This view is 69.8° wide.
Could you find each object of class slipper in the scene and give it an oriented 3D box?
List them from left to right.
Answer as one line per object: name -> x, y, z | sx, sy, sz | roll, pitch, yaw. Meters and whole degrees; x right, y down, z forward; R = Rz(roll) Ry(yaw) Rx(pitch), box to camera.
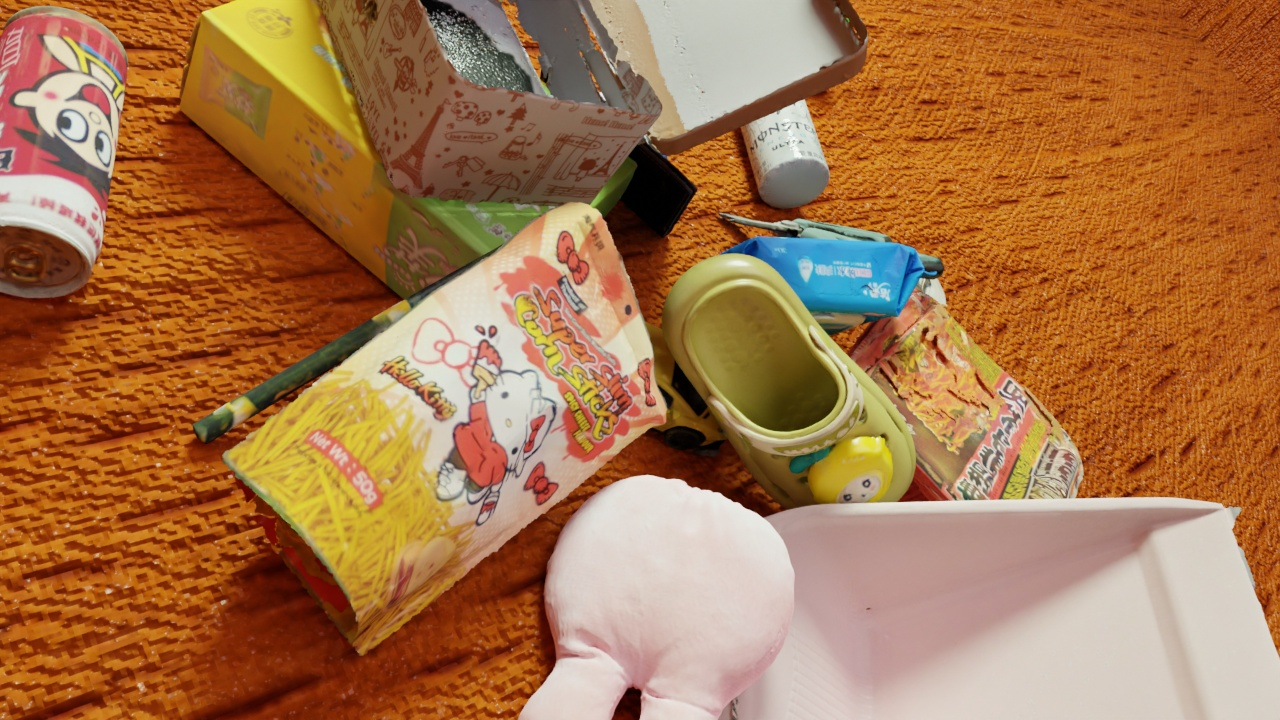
slipper -> 0.084, 0.028, 0.510 | 0.190, 0.092, 0.081 | 50, 14, -16

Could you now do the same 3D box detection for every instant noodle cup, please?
instant noodle cup -> 0.207, 0.053, 0.631 | 0.189, 0.079, 0.164 | 47, 43, 2

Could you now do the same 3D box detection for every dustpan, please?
dustpan -> 0.149, 0.156, 0.422 | 0.139, 0.274, 0.222 | 47, 34, -35

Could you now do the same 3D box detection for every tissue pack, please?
tissue pack -> 0.105, -0.044, 0.601 | 0.157, 0.095, 0.052 | 0, 82, -20

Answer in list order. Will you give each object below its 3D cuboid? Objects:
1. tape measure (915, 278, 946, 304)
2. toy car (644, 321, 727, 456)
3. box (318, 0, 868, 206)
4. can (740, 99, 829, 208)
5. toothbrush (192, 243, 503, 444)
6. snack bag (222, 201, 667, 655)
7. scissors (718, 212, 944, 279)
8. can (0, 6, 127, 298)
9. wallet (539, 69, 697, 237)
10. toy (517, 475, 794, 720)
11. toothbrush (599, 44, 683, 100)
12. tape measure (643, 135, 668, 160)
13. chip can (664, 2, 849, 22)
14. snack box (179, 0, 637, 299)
tape measure -> 0.218, -0.055, 0.755 | 0.065, 0.034, 0.065 | 35, 44, -12
toy car -> -0.003, 0.003, 0.542 | 0.155, 0.041, 0.071 | 25, 48, -22
box -> -0.029, -0.189, 0.504 | 0.273, 0.124, 0.178 | -16, 67, -20
can -> 0.113, -0.199, 0.769 | 0.058, 0.058, 0.146 | 12, 52, -30
toothbrush -> -0.120, -0.013, 0.432 | 0.185, 0.012, 0.017 | -34, 99, -20
snack bag -> -0.071, 0.026, 0.419 | 0.207, 0.073, 0.129 | -39, 115, -33
scissors -> 0.151, -0.087, 0.685 | 0.172, 0.019, 0.179 | 3, 19, -34
can -> -0.267, -0.095, 0.412 | 0.053, 0.053, 0.132 | 9, 53, -31
wallet -> -0.018, -0.138, 0.609 | 0.122, 0.096, 0.020 | 41, 81, -1
toy -> 0.005, 0.125, 0.430 | 0.121, 0.054, 0.159 | 14, 50, 15
toothbrush -> -0.010, -0.217, 0.721 | 0.188, 0.029, 0.021 | -46, 128, -46
tape measure -> -0.007, -0.156, 0.672 | 0.058, 0.025, 0.054 | 50, 42, 2
chip can -> 0.097, -0.328, 0.847 | 0.221, 0.073, 0.072 | 9, 53, -31
snack box -> -0.125, -0.130, 0.532 | 0.210, 0.070, 0.157 | 41, 43, -3
